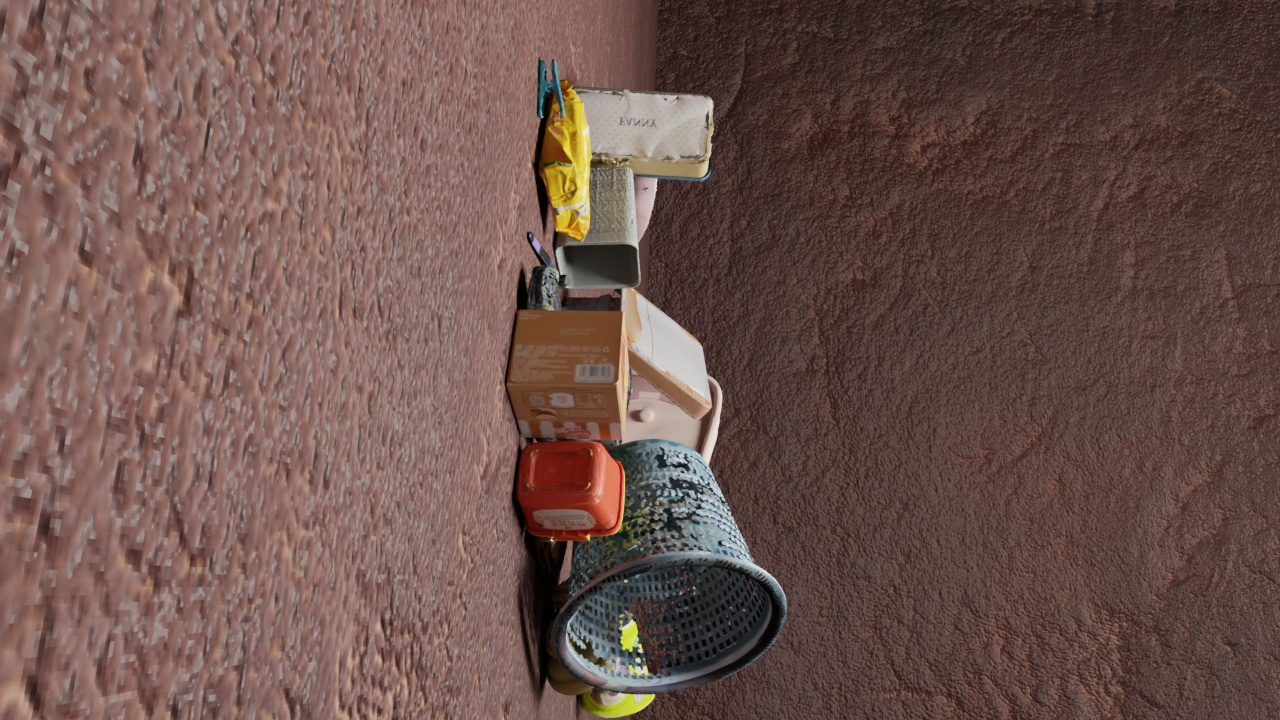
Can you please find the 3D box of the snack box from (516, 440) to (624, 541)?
[{"bbox_3d":[-0.064,0.114,0.821,0.080,0.091,0.081,73,17,-60],"label":"snack box"}]

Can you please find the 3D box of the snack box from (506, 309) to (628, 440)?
[{"bbox_3d":[-0.059,0.013,0.794,0.094,0.093,0.076,86,6,-57],"label":"snack box"}]

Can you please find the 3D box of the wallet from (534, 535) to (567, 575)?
[{"bbox_3d":[-0.088,0.153,0.921,0.125,0.032,0.101,91,3,-62],"label":"wallet"}]

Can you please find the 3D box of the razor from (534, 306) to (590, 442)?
[{"bbox_3d":[-0.080,0.015,0.897,0.068,0.062,0.167,-49,-147,43],"label":"razor"}]

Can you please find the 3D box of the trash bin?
[{"bbox_3d":[0.016,0.198,0.943,0.194,0.226,0.227,-102,-172,-49],"label":"trash bin"}]

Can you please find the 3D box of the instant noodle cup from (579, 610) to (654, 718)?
[{"bbox_3d":[-0.040,0.433,1.332,0.111,0.112,0.123,-72,156,-79],"label":"instant noodle cup"}]

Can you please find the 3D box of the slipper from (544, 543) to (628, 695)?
[{"bbox_3d":[-0.069,0.272,1.020,0.081,0.092,0.190,44,42,-27],"label":"slipper"}]

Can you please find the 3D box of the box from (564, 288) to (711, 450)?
[{"bbox_3d":[-0.004,0.005,1.039,0.182,0.178,0.153,-82,174,-63],"label":"box"}]

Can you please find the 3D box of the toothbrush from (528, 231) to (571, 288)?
[{"bbox_3d":[-0.090,-0.098,0.913,0.189,0.017,0.014,65,26,-80],"label":"toothbrush"}]

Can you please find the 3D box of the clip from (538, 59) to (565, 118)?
[{"bbox_3d":[-0.086,-0.256,0.862,0.014,0.040,0.056,51,33,-86],"label":"clip"}]

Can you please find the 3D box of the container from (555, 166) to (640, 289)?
[{"bbox_3d":[-0.046,-0.152,1.035,0.090,0.090,0.114,87,3,-62],"label":"container"}]

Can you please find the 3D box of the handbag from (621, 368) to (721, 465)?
[{"bbox_3d":[0.001,0.116,1.167,0.093,0.193,0.233,86,11,-45],"label":"handbag"}]

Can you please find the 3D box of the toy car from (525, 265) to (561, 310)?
[{"bbox_3d":[-0.087,-0.041,0.830,0.106,0.031,0.048,84,8,-56],"label":"toy car"}]

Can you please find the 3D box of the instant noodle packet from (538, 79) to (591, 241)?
[{"bbox_3d":[-0.073,-0.195,0.911,0.111,0.044,0.128,76,10,-53],"label":"instant noodle packet"}]

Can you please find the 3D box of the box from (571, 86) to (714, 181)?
[{"bbox_3d":[0.005,-0.258,1.048,0.061,0.184,0.089,88,9,-80],"label":"box"}]

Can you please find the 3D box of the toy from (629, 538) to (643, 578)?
[{"bbox_3d":[-0.049,0.251,1.295,0.138,0.092,0.355,34,52,-53],"label":"toy"}]

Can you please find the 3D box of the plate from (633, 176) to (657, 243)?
[{"bbox_3d":[-0.035,-0.232,1.157,0.193,0.039,0.192,179,-90,-66],"label":"plate"}]
